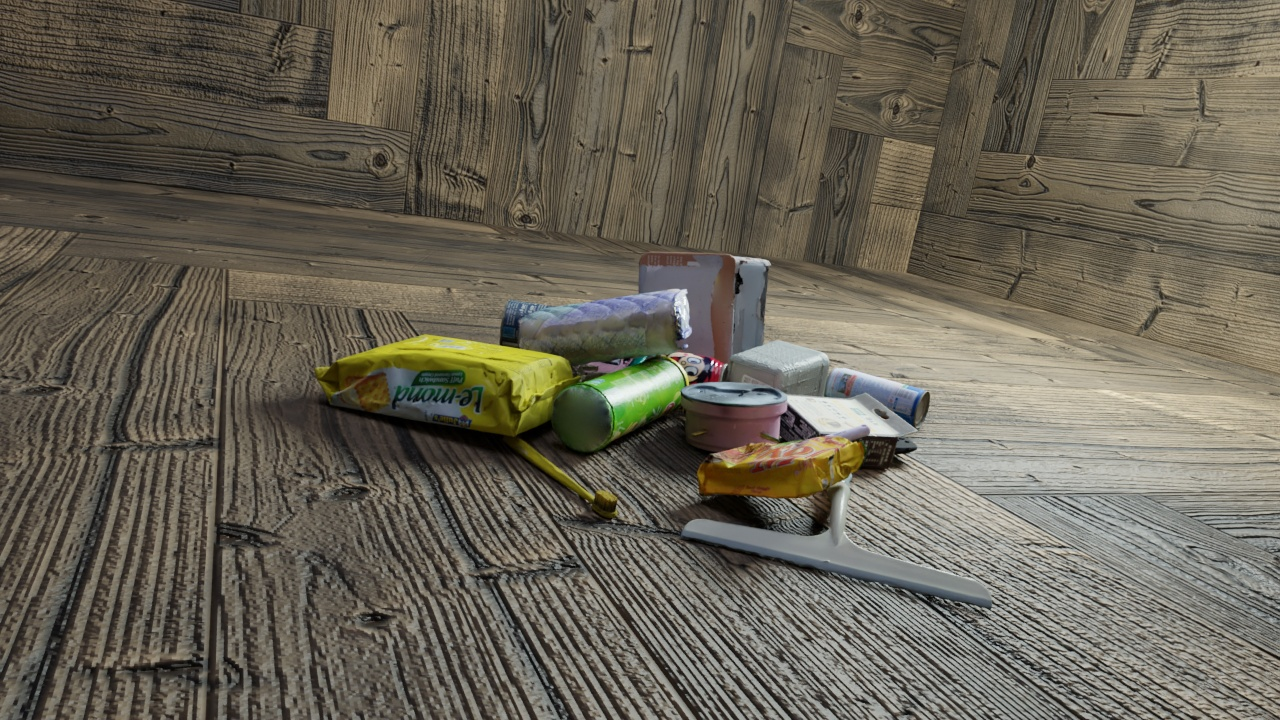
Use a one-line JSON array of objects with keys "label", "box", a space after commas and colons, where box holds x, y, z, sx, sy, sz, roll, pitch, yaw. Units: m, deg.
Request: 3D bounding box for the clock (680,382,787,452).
[{"label": "clock", "box": [0.103, 0.060, 1.029, 0.117, 0.060, 0.158, 2, 11, 4]}]

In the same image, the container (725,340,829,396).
[{"label": "container", "box": [0.167, 0.031, 1.157, 0.090, 0.090, 0.114, 18, 18, 36]}]

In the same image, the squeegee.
[{"label": "squeegee", "box": [0.181, 0.130, 0.841, 0.247, 0.039, 0.246, 11, 12, 11]}]

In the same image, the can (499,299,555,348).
[{"label": "can", "box": [-0.138, -0.041, 1.285, 0.111, 0.075, 0.075, 9, 13, 1]}]

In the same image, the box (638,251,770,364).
[{"label": "box", "box": [0.072, -0.058, 1.265, 0.177, 0.182, 0.153, 2, 5, -28]}]

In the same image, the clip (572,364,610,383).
[{"label": "clip", "box": [-0.079, 0.023, 1.120, 0.104, 0.035, 0.083, 6, 10, -38]}]

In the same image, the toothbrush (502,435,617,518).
[{"label": "toothbrush", "box": [-0.077, 0.099, 0.841, 0.015, 0.017, 0.190, 0, 15, -36]}]

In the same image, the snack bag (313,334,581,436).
[{"label": "snack bag", "box": [-0.195, 0.019, 0.972, 0.247, 0.068, 0.157, 8, 10, 18]}]

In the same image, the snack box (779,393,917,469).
[{"label": "snack box", "box": [0.229, 0.078, 1.055, 0.125, 0.053, 0.113, 5, 19, -20]}]

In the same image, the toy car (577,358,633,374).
[{"label": "toy car", "box": [-0.043, 0.008, 1.228, 0.056, 0.037, 0.122, 11, 14, 16]}]

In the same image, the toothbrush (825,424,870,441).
[{"label": "toothbrush", "box": [0.163, 0.091, 0.952, 0.188, 0.021, 0.029, -12, 27, -25]}]

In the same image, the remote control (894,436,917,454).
[{"label": "remote control", "box": [0.282, 0.091, 1.115, 0.053, 0.024, 0.136, 1, 16, -22]}]

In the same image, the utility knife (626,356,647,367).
[{"label": "utility knife", "box": [-0.007, 0.007, 1.143, 0.029, 0.013, 0.206, -28, 14, 38]}]

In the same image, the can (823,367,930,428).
[{"label": "can", "box": [0.323, 0.050, 1.260, 0.135, 0.053, 0.053, 17, 15, 32]}]

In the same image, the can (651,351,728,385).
[{"label": "can", "box": [0.059, 0.024, 1.155, 0.094, 0.066, 0.066, 12, 13, 11]}]

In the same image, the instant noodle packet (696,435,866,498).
[{"label": "instant noodle packet", "box": [0.127, 0.097, 0.833, 0.129, 0.044, 0.110, -6, 7, 39]}]

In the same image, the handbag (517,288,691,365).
[{"label": "handbag", "box": [-0.036, -0.036, 1.091, 0.194, 0.075, 0.134, -8, 7, 14]}]

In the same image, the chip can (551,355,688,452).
[{"label": "chip can", "box": [-0.018, 0.044, 1.001, 0.073, 0.072, 0.220, 14, 13, 22]}]
